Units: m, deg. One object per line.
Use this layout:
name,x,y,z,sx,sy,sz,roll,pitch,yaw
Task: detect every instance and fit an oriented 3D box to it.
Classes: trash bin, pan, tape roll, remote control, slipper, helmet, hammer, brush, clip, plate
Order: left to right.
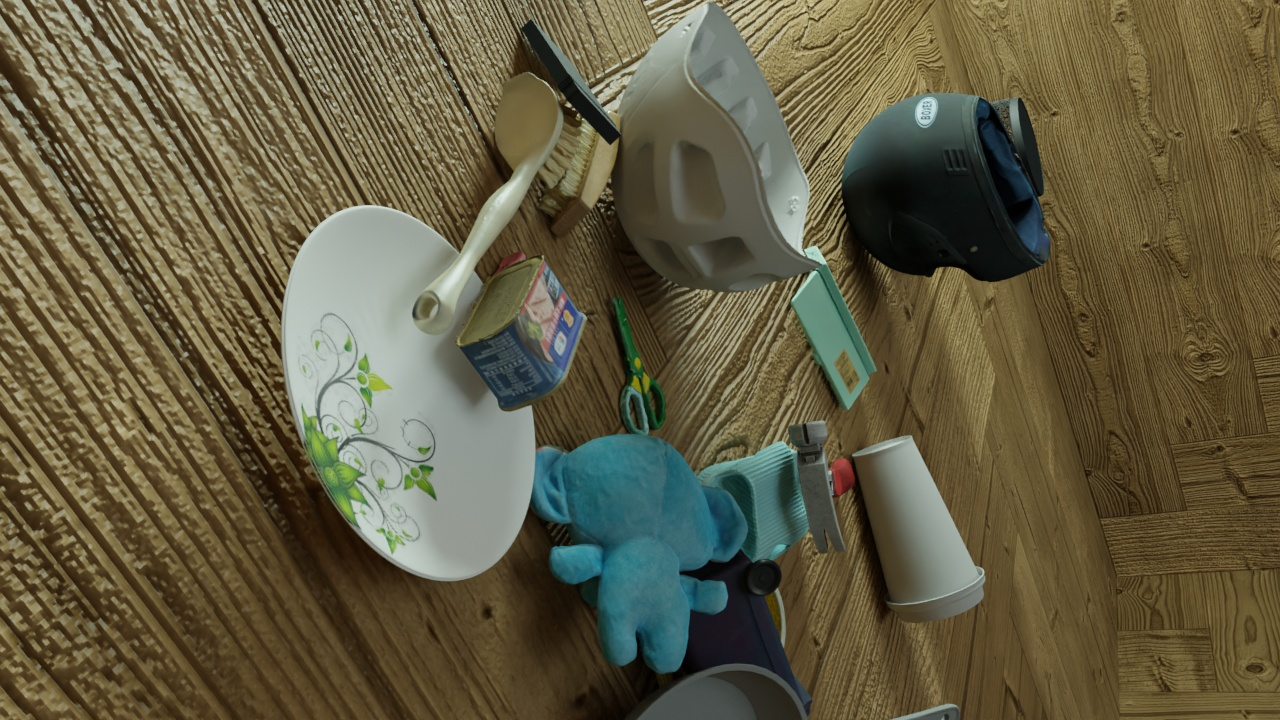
plate,-0.139,0.020,0.557,0.229,0.030,0.229,48,33,-47
brush,-0.098,-0.110,0.636,0.077,0.062,0.271,44,38,-27
clip,-0.102,-0.058,0.669,0.044,0.023,0.060,34,58,-50
remote control,-0.057,-0.226,0.740,0.058,0.013,0.133,39,17,-45
brush,-0.050,-0.159,0.759,0.039,0.049,0.116,31,52,-21
helmet,0.075,-0.195,0.838,0.224,0.184,0.281,49,47,-47
trash bin,0.074,0.224,0.748,0.094,0.092,0.161,-139,-153,-69
tape roll,0.114,0.254,0.896,0.094,0.019,0.094,27,57,-51
slipper,0.136,0.141,0.923,0.275,0.070,0.116,-10,85,-59
pan,0.108,0.308,0.704,0.355,0.051,0.201,-4,101,-32
hammer,0.211,0.136,1.008,0.315,0.036,0.126,18,62,-72
helmet,0.435,-0.238,1.364,0.316,0.237,0.248,44,46,-32
trash bin,0.525,-0.319,1.533,0.216,0.244,0.216,26,58,-51

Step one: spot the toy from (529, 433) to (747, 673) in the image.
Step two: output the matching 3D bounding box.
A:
toy,-0.005,0.141,0.669,0.183,0.115,0.180,18,50,-22

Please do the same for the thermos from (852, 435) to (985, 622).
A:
thermos,0.356,0.217,1.204,0.131,0.132,0.222,-14,84,-58

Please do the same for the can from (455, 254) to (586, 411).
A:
can,-0.079,-0.021,0.613,0.059,0.054,0.099,58,26,-28

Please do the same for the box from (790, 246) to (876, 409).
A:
box,0.256,-0.045,1.206,0.187,0.057,0.137,57,31,-28

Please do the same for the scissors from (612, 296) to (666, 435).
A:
scissors,-0.010,0.005,0.799,0.071,0.014,0.131,-34,109,-57

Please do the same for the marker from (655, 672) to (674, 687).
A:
marker,0.016,0.243,0.751,0.014,0.014,0.132,-23,98,-58
